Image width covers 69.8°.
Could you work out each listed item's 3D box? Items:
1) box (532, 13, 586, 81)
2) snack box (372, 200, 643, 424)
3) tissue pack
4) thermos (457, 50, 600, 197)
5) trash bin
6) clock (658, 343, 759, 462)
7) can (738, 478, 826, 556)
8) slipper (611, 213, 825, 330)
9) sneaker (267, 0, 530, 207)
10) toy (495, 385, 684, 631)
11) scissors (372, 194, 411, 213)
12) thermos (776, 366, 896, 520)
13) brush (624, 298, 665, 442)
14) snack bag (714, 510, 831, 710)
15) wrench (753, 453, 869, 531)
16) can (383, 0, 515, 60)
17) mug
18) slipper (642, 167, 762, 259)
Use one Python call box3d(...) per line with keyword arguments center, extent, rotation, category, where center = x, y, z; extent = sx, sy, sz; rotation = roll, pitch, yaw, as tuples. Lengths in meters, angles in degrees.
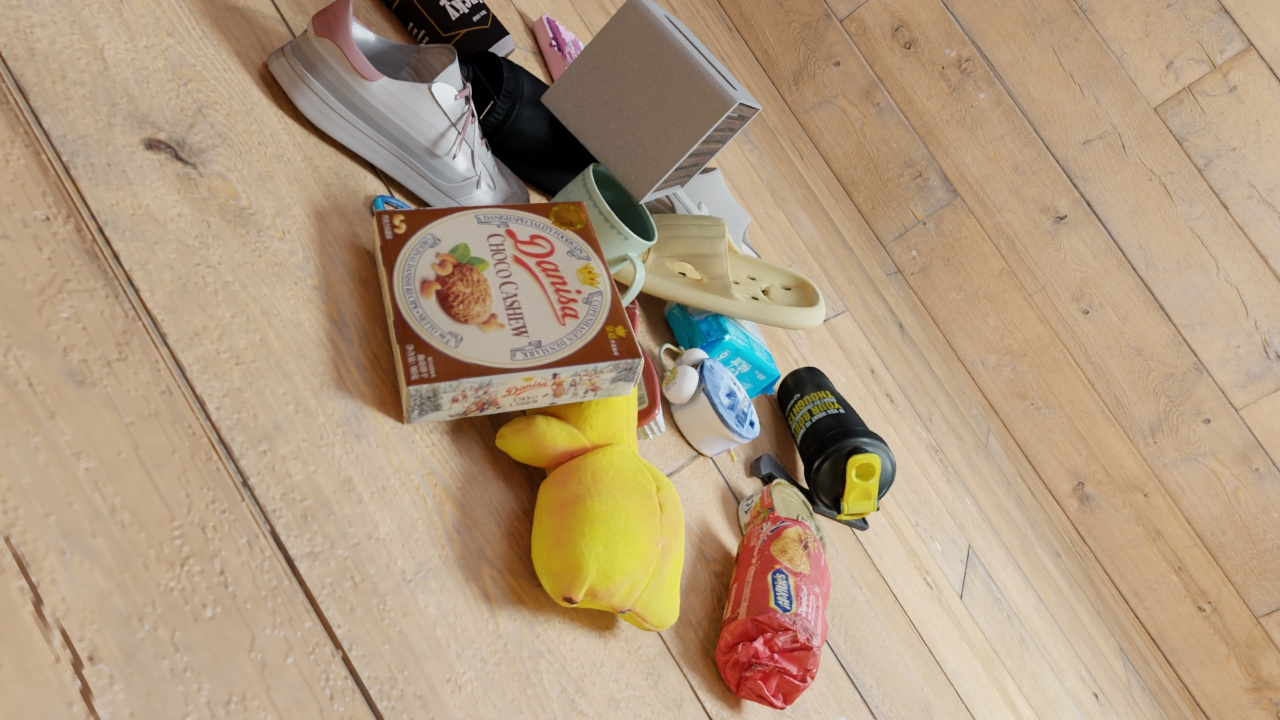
box3d(center=(-0.059, -0.342, 1.173), extent=(0.152, 0.037, 0.201), rotation=(26, 36, -53), category="box")
box3d(center=(-0.088, -0.037, 0.588), extent=(0.146, 0.041, 0.143), rotation=(-6, 54, -19), category="snack box")
box3d(center=(0.085, -0.021, 0.981), extent=(0.144, 0.062, 0.092), rotation=(33, 28, -44), category="tissue pack")
box3d(center=(-0.102, -0.212, 0.843), extent=(0.198, 0.086, 0.086), rotation=(21, 40, -53), category="thermos")
box3d(center=(0.020, -0.229, 0.823), extent=(0.114, 0.115, 0.228), rotation=(46, 18, -2), category="trash bin")
box3d(center=(0.060, 0.034, 0.869), extent=(0.125, 0.052, 0.088), rotation=(52, 24, -7), category="clock")
box3d(center=(0.132, 0.157, 0.853), extent=(0.086, 0.043, 0.086), rotation=(42, 26, -27), category="can")
box3d(center=(0.078, -0.106, 0.932), extent=(0.261, 0.079, 0.111), rotation=(17, 35, -12), category="slipper")
box3d(center=(-0.152, -0.183, 0.691), extent=(0.236, 0.090, 0.099), rotation=(30, 27, -45), category="sneaker")
box3d(center=(-0.024, 0.076, 0.606), extent=(0.134, 0.088, 0.193), rotation=(35, 30, -47), category="toy")
box3d(center=(-0.148, -0.091, 0.687), extent=(0.118, 0.013, 0.139), rotation=(47, 23, -9), category="scissors")
box3d(center=(0.213, 0.087, 1.027), extent=(0.098, 0.098, 0.220), rotation=(45, 13, -23), category="thermos")
box3d(center=(-0.005, 0.005, 0.809), extent=(0.172, 0.041, 0.030), rotation=(-100, 164, -49), category="brush")
box3d(center=(0.107, 0.192, 0.715), extent=(0.082, 0.082, 0.176), rotation=(51, 24, -10), category="snack bag")
box3d(center=(0.196, 0.157, 1.015), extent=(0.273, 0.018, 0.073), rotation=(27, 34, -50), category="wrench")
box3d(center=(-0.182, -0.323, 0.856), extent=(0.128, 0.072, 0.071), rotation=(49, 24, -15), category="can")
box3d(center=(-0.044, -0.089, 0.764), extent=(0.084, 0.104, 0.111), rotation=(3, 55, -62), category="mug")
box3d(center=(0.041, -0.194, 1.025), extent=(0.266, 0.081, 0.112), rotation=(33, 20, -6), category="slipper")
